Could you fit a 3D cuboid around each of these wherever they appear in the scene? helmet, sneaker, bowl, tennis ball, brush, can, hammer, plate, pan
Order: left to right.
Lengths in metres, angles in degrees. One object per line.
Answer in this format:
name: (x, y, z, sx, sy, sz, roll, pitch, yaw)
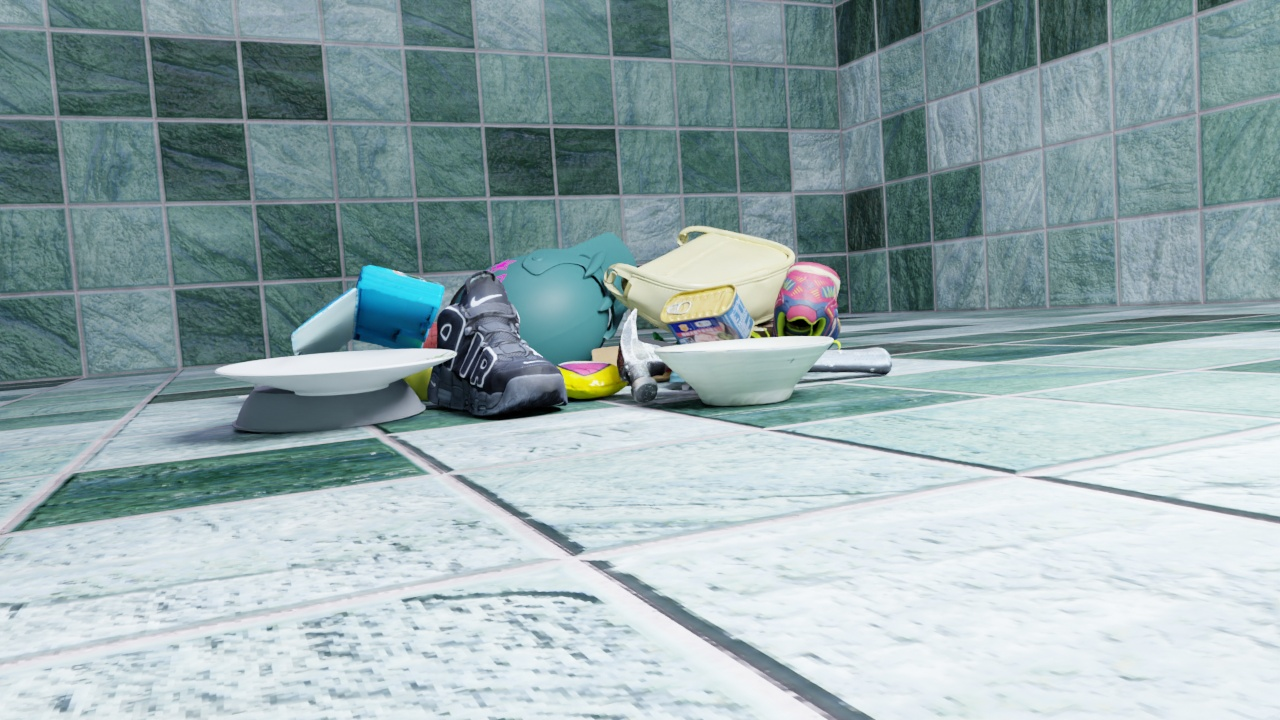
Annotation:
pan: (-0.381, 0.046, 1.071, 0.200, 0.051, 0.357, -6, 7, -32)
plate: (-0.300, 0.015, 0.920, 0.229, 0.030, 0.229, -3, 6, 0)
tennis ball: (-0.270, 0.018, 1.155, 0.065, 0.065, 0.065, -4, 4, 0)
sneaker: (-0.154, -0.022, 0.985, 0.097, 0.151, 0.253, -5, 5, -33)
helmet: (-0.121, -0.072, 1.259, 0.201, 0.176, 0.273, -7, 25, 28)
brush: (-0.007, 0.007, 1.191, 0.117, 0.049, 0.039, -5, -14, -21)
can: (0.081, -0.049, 1.108, 0.100, 0.059, 0.053, -7, 44, 34)
bowl: (0.103, 0.011, 0.909, 0.177, 0.058, 0.176, -4, 4, 0)
hammer: (0.130, -0.005, 1.039, 0.325, 0.036, 0.140, 0, 35, -16)
sneaker: (0.195, -0.031, 1.167, 0.116, 0.091, 0.242, 11, -23, 11)

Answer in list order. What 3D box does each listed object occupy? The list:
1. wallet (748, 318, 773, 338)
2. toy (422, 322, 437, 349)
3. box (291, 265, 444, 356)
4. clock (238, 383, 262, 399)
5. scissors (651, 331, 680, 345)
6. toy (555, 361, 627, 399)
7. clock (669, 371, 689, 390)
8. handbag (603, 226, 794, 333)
wallet: (0.174, -0.026, 1.312, 0.121, 0.026, 0.098, -3, -32, 29)
toy: (-0.308, -0.015, 1.476, 0.148, 0.099, 0.216, -14, -1, 22)
box: (-0.326, -0.047, 1.072, 0.170, 0.070, 0.244, -14, -7, -21)
clock: (-0.473, 0.026, 1.288, 0.159, 0.061, 0.119, -4, 3, 13)
scissors: (0.032, -0.007, 1.243, 0.130, 0.011, 0.125, -24, -33, 10)
toy: (-0.062, 0.023, 1.044, 0.095, 0.041, 0.094, -2, 7, -6)
clock: (0.081, 0.013, 1.108, 0.087, 0.042, 0.123, -2, -1, 32)
handbag: (0.085, -0.105, 1.236, 0.191, 0.089, 0.232, 27, 37, 28)
